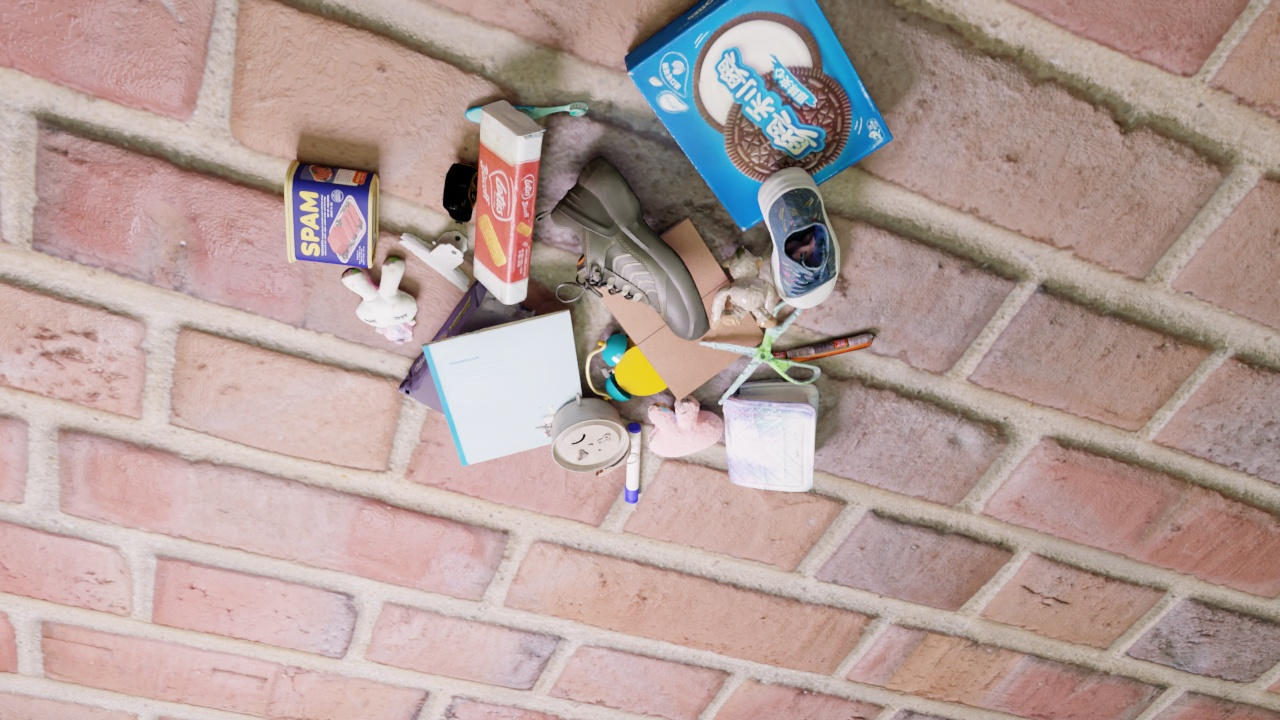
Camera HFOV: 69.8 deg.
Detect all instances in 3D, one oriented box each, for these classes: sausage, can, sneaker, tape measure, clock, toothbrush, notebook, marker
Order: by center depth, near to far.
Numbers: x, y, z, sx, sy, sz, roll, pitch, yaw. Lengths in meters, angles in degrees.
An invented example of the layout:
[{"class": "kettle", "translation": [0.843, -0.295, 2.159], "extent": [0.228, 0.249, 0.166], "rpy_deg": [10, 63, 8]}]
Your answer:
[{"class": "toothbrush", "translation": [-0.125, -0.270, 1.001], "extent": [0.135, 0.017, 0.022], "rpy_deg": [-4, 131, -1]}, {"class": "tape measure", "translation": [-0.203, -0.191, 1.028], "extent": [0.034, 0.062, 0.061], "rpy_deg": [14, 82, 0]}, {"class": "can", "translation": [-0.349, -0.163, 1.043], "extent": [0.092, 0.056, 0.116], "rpy_deg": [6, 126, -9]}, {"class": "sneaker", "translation": [-0.029, -0.097, 1.043], "extent": [0.143, 0.101, 0.238], "rpy_deg": [-35, 102, 3]}, {"class": "sneaker", "translation": [0.194, -0.121, 1.055], "extent": [0.087, 0.079, 0.235], "rpy_deg": [-23, 147, 4]}, {"class": "notebook", "translation": [0.052, -0.060, 1.151], "extent": [0.141, 0.008, 0.209], "rpy_deg": [-36, 122, 3]}, {"class": "notebook", "translation": [-0.166, 0.042, 1.180], "extent": [0.181, 0.009, 0.254], "rpy_deg": [-14, 141, -8]}, {"class": "clock", "translation": [-0.007, 0.007, 1.201], "extent": [0.129, 0.043, 0.099], "rpy_deg": [-9, 127, -6]}, {"class": "sausage", "translation": [0.237, -0.013, 1.214], "extent": [0.155, 0.020, 0.020], "rpy_deg": [-12, 126, 6]}, {"class": "clock", "translation": [-0.059, 0.105, 1.247], "extent": [0.104, 0.061, 0.156], "rpy_deg": [-39, 132, 21]}, {"class": "marker", "translation": [-0.011, 0.150, 1.319], "extent": [0.020, 0.020, 0.142], "rpy_deg": [0, 127, -3]}]

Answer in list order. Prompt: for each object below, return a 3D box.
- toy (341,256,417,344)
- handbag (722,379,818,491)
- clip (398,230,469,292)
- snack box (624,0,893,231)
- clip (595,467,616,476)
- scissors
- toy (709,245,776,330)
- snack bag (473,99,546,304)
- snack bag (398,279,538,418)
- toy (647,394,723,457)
[{"class": "toy", "translation": [-0.312, -0.069, 1.127], "extent": [0.079, 0.038, 0.123], "rpy_deg": [-15, 129, -1]}, {"class": "handbag", "translation": [0.180, 0.102, 1.271], "extent": [0.126, 0.069, 0.159], "rpy_deg": [3, 127, 12]}, {"class": "clip", "translation": [-0.233, -0.123, 1.093], "extent": [0.056, 0.045, 0.101], "rpy_deg": [-32, 124, 34]}, {"class": "snack box", "translation": [0.128, -0.282, 0.983], "extent": [0.196, 0.056, 0.239], "rpy_deg": [-31, 124, 19]}, {"class": "clip", "translation": [-0.047, 0.149, 1.315], "extent": [0.059, 0.026, 0.052], "rpy_deg": [-1, 128, -1]}, {"class": "scissors", "translation": [0.158, -0.012, 1.189], "extent": [0.171, 0.023, 0.172], "rpy_deg": [13, 113, -16]}, {"class": "toy", "translation": [0.122, -0.088, 1.120], "extent": [0.085, 0.074, 0.106], "rpy_deg": [-5, 105, 6]}, {"class": "snack bag", "translation": [-0.151, -0.171, 1.027], "extent": [0.041, 0.077, 0.226], "rpy_deg": [-27, 144, -34]}, {"class": "snack bag", "translation": [-0.220, -0.004, 1.168], "extent": [0.096, 0.058, 0.206], "rpy_deg": [29, 119, -23]}, {"class": "toy", "translation": [0.055, 0.089, 1.251], "extent": [0.108, 0.053, 0.105], "rpy_deg": [-14, 137, 13]}]
